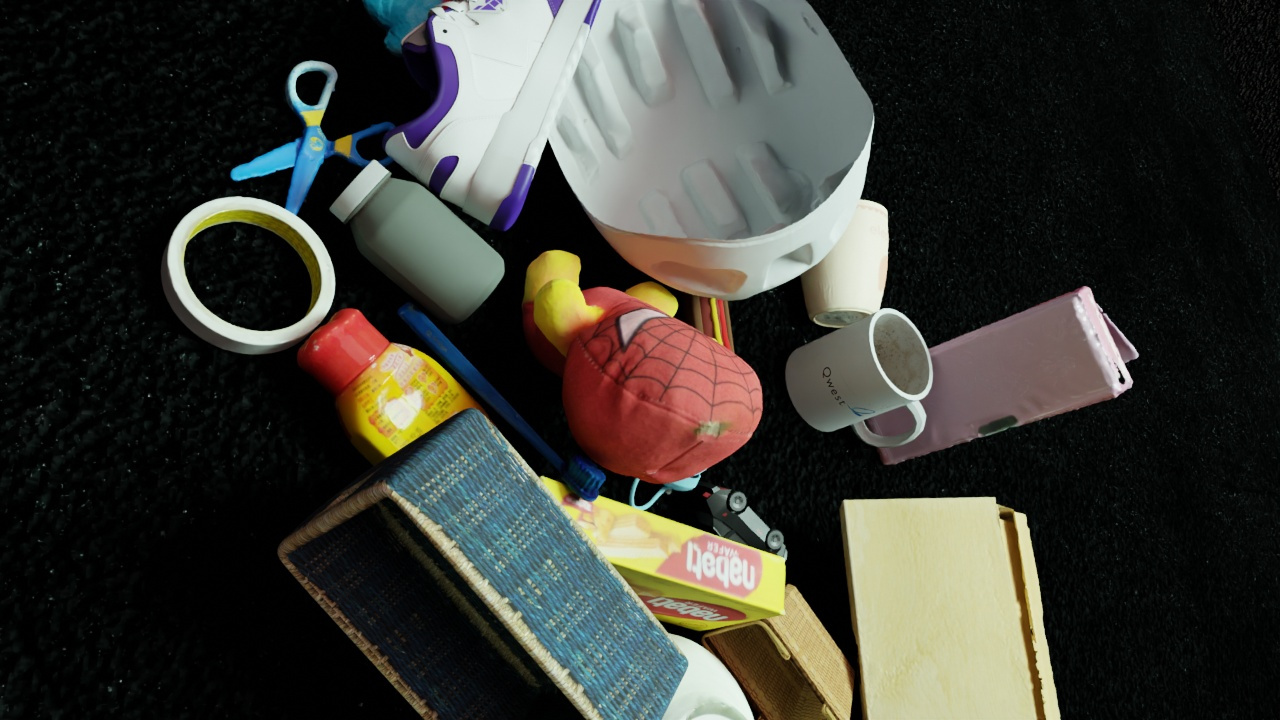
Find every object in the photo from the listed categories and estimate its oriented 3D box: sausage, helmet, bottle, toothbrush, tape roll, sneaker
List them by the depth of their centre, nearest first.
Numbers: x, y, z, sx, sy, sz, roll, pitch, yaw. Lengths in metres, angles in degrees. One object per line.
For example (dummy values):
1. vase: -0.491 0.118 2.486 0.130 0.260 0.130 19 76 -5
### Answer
1. tape roll: -0.230 -0.050 0.542 0.094 0.019 0.094 16 62 -33
2. bottle: -0.145 0.029 0.557 0.134 0.049 0.071 47 51 -13
3. toothbrush: -0.088 0.020 0.563 0.190 0.017 0.016 40 19 26
4. bottle: -0.145 -0.077 0.597 0.108 0.060 0.060 42 49 -18
5. sneaker: -0.098 -0.215 0.625 0.111 0.092 0.244 21 76 -10
6. helmet: 0.043 -0.179 0.702 0.224 0.184 0.282 -30 78 -9
7. sausage: 0.057 -0.015 0.752 0.040 0.040 0.155 11 64 -36

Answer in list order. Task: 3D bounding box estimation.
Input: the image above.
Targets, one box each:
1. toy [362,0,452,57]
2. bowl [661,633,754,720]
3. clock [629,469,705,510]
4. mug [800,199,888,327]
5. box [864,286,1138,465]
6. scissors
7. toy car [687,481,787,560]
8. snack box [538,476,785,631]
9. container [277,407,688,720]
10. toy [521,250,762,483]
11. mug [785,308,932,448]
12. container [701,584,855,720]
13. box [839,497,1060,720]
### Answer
1. toy: -0.139 -0.250 0.685 0.133 0.062 0.092 20 62 -14
2. bowl: 0.030 0.263 0.584 0.176 0.058 0.176 14 65 -33
3. clock: 0.034 0.061 0.667 0.042 0.087 0.123 32 72 27
4. mug: 0.197 -0.085 0.881 0.111 0.085 0.104 33 57 -62
5. box: 0.309 0.014 0.816 0.080 0.233 0.099 -15 80 -44
6. scissors: -0.219 -0.148 0.599 0.130 0.018 0.109 -38 98 -42
7. toy car: 0.073 0.128 0.701 0.091 0.042 0.036 46 74 -15
8. snack box: -0.007 0.132 0.596 0.200 0.092 0.042 24 56 -30
9. container: -0.085 0.132 0.494 0.187 0.146 0.071 52 44 -9
10. toy: -0.004 0.003 0.596 0.147 0.099 0.216 9 22 -26
11. mug: 0.203 0.025 0.816 0.119 0.097 0.082 54 47 -7
12. container: 0.107 0.222 0.675 0.114 0.063 0.061 55 40 -6
13. box: 0.245 0.240 0.714 0.179 0.142 0.248 31 50 -47
